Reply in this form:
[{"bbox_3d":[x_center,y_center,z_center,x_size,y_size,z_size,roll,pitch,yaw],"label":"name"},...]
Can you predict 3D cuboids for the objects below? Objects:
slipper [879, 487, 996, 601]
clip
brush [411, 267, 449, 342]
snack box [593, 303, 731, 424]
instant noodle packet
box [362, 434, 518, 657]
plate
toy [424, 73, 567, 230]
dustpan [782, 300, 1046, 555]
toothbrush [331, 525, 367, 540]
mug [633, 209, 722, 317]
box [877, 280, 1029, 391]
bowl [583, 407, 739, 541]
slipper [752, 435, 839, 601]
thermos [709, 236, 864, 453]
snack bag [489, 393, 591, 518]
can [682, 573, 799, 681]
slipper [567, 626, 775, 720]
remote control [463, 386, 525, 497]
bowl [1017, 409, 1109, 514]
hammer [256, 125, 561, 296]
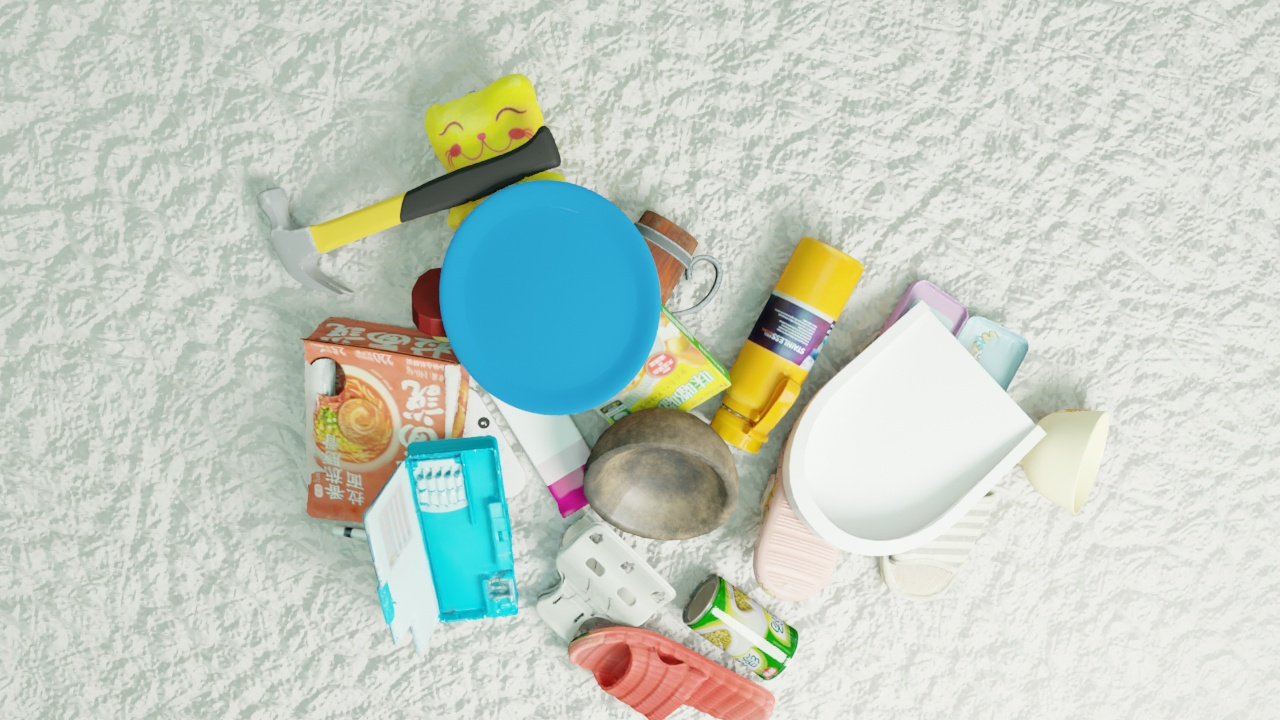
[{"bbox_3d":[0.342,0.143,1.040,0.114,0.054,0.272,13,94,-11],"label":"slipper"},{"bbox_3d":[-0.046,0.241,1.023,0.126,0.105,0.152,46,123,-8],"label":"clip"},{"bbox_3d":[-0.150,-0.050,0.959,0.173,0.082,0.042,5,135,-6],"label":"brush"},{"bbox_3d":[-0.006,0.006,0.947,0.132,0.027,0.168,-33,128,19],"label":"snack box"},{"bbox_3d":[-0.272,0.078,0.976,0.164,0.083,0.221,9,109,0],"label":"instant noodle packet"},{"bbox_3d":[-0.210,0.195,0.947,0.168,0.086,0.228,-25,127,-34],"label":"box"},{"bbox_3d":[-0.087,-0.059,0.882,0.224,0.024,0.224,3,100,16],"label":"plate"},{"bbox_3d":[-0.134,-0.183,0.937,0.135,0.087,0.194,-14,96,20],"label":"toy"},{"bbox_3d":[0.269,0.086,0.955,0.257,0.053,0.191,-40,83,-4],"label":"dustpan"},{"bbox_3d":[-0.246,0.204,1.015,0.186,0.012,0.017,10,100,-6],"label":"toothbrush"},{"bbox_3d":[0.019,-0.084,0.967,0.117,0.081,0.111,32,90,-8],"label":"mug"},{"bbox_3d":[0.312,0.034,1.006,0.151,0.041,0.214,32,84,9],"label":"box"},{"bbox_3d":[0.023,0.114,0.969,0.162,0.070,0.162,5,133,5],"label":"bowl"},{"bbox_3d":[0.173,0.170,1.018,0.093,0.082,0.197,22,71,-9],"label":"slipper"},{"bbox_3d":[0.152,-0.014,0.981,0.076,0.091,0.233,28,94,5],"label":"thermos"},{"bbox_3d":[-0.106,0.075,1.008,0.070,0.016,0.196,-31,99,-3],"label":"snack bag"},{"bbox_3d":[0.114,0.300,1.031,0.121,0.067,0.067,37,93,-8],"label":"can"},{"bbox_3d":[0.036,0.366,1.017,0.248,0.059,0.104,24,132,-10],"label":"slipper"},{"bbox_3d":[-0.171,0.089,1.006,0.043,0.013,0.136,-30,99,-1],"label":"remote control"},{"bbox_3d":[0.466,0.104,1.027,0.074,0.117,0.118,18,97,35],"label":"bowl"},{"bbox_3d":[-0.227,-0.155,0.909,0.324,0.029,0.127,-16,98,17],"label":"hammer"}]
